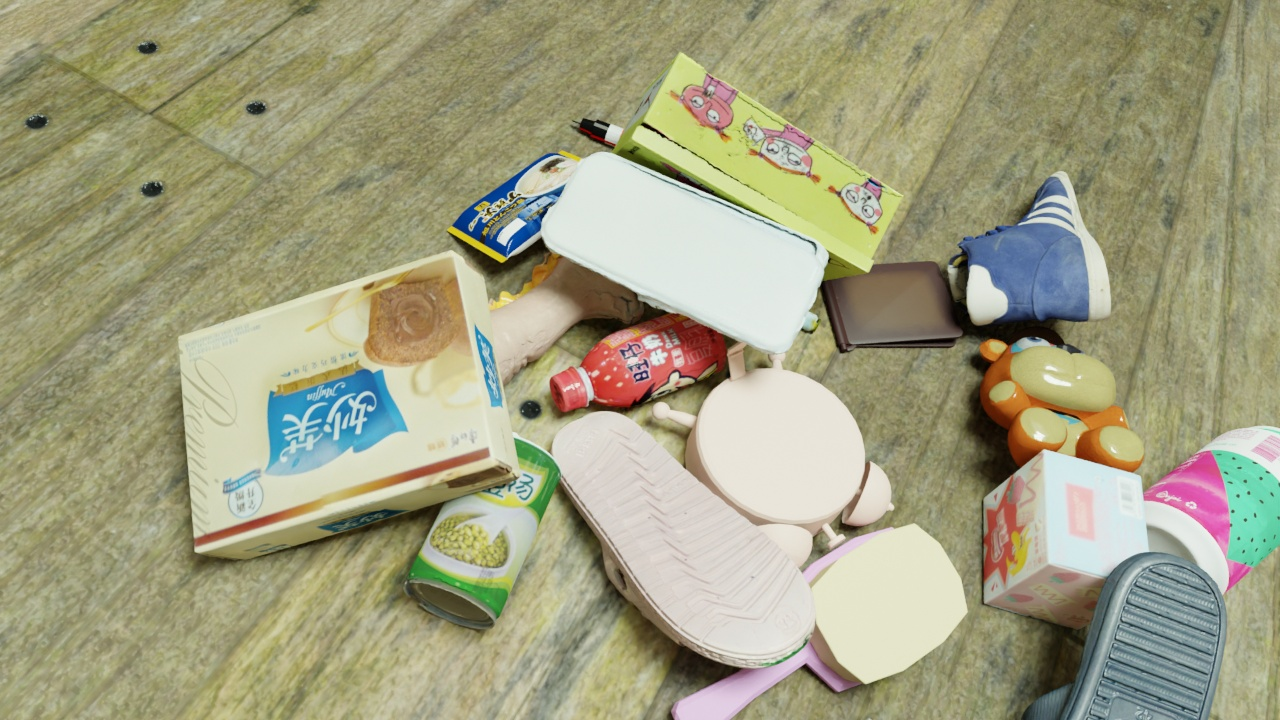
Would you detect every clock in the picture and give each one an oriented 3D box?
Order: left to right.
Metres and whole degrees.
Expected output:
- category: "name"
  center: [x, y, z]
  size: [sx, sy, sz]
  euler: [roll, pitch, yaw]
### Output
- category: "clock"
  center: [0.105, 0.069, 0.695]
  size: [0.130, 0.086, 0.160]
  euler: [-24, 72, -24]

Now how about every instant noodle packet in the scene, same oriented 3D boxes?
- category: "instant noodle packet"
  center: [-0.092, -0.136, 0.794]
  size: [0.134, 0.026, 0.087]
  euler: [-40, 46, -20]

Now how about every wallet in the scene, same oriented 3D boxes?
- category: "wallet"
  center: [0.224, -0.049, 0.831]
  size: [0.115, 0.018, 0.091]
  euler: [-3, 59, -9]

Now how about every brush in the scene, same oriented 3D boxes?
- category: "brush"
  center: [0.124, 0.192, 0.630]
  size: [0.228, 0.043, 0.089]
  euler: [-24, 78, -24]

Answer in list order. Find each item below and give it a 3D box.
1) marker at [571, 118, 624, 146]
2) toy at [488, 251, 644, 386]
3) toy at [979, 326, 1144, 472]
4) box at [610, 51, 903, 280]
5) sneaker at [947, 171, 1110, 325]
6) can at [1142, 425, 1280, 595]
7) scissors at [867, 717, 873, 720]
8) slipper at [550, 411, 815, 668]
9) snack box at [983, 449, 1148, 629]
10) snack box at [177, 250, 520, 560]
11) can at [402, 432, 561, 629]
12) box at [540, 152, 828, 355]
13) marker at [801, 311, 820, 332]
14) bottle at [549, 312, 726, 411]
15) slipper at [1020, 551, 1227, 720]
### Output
- category: "marker"
  center: [0.002, -0.205, 0.881]
  size: [0.145, 0.019, 0.019]
  euler: [21, 56, 2]
- category: "toy"
  center: [-0.130, -0.036, 0.723]
  size: [0.196, 0.065, 0.263]
  euler: [35, 55, 13]
- category: "toy"
  center: [0.333, 0.034, 0.751]
  size: [0.112, 0.096, 0.175]
  euler: [12, 22, 0]
- category: "box"
  center: [0.092, -0.150, 0.764]
  size: [0.221, 0.124, 0.083]
  euler: [30, 85, -14]
- category: "sneaker"
  center: [0.348, -0.098, 0.856]
  size: [0.119, 0.091, 0.232]
  euler: [-8, 32, 18]
- category: "can"
  center: [0.458, 0.119, 0.726]
  size: [0.165, 0.088, 0.088]
  euler: [-25, 66, -25]
- category: "scissors"
  center: [0.195, 0.326, 0.561]
  size: [0.197, 0.015, 0.179]
  euler: [4, 79, 26]
- category: "slipper"
  center: [0.019, 0.130, 0.647]
  size: [0.094, 0.064, 0.239]
  euler: [-29, 50, -24]
- category: "snack box"
  center: [0.312, 0.134, 0.683]
  size: [0.079, 0.095, 0.092]
  euler: [15, 57, -2]
- category: "snack box"
  center: [-0.196, 0.031, 0.611]
  size: [0.207, 0.055, 0.153]
  euler: [-17, 70, 6]
- category: "can"
  center: [-0.105, 0.114, 0.627]
  size: [0.067, 0.067, 0.120]
  euler: [21, 56, 2]
- category: "box"
  center: [0.031, -0.076, 0.722]
  size: [0.211, 0.106, 0.129]
  euler: [28, 65, 6]
- category: "marker"
  center: [0.091, -0.064, 0.811]
  size: [0.146, 0.017, 0.017]
  euler: [27, 57, 6]
- category: "bottle"
  center: [-0.004, 0.004, 0.722]
  size: [0.137, 0.062, 0.062]
  euler: [-21, 64, -22]
- category: "slipper"
  center: [0.305, 0.253, 0.606]
  size: [0.101, 0.082, 0.263]
  euler: [23, 82, 5]
